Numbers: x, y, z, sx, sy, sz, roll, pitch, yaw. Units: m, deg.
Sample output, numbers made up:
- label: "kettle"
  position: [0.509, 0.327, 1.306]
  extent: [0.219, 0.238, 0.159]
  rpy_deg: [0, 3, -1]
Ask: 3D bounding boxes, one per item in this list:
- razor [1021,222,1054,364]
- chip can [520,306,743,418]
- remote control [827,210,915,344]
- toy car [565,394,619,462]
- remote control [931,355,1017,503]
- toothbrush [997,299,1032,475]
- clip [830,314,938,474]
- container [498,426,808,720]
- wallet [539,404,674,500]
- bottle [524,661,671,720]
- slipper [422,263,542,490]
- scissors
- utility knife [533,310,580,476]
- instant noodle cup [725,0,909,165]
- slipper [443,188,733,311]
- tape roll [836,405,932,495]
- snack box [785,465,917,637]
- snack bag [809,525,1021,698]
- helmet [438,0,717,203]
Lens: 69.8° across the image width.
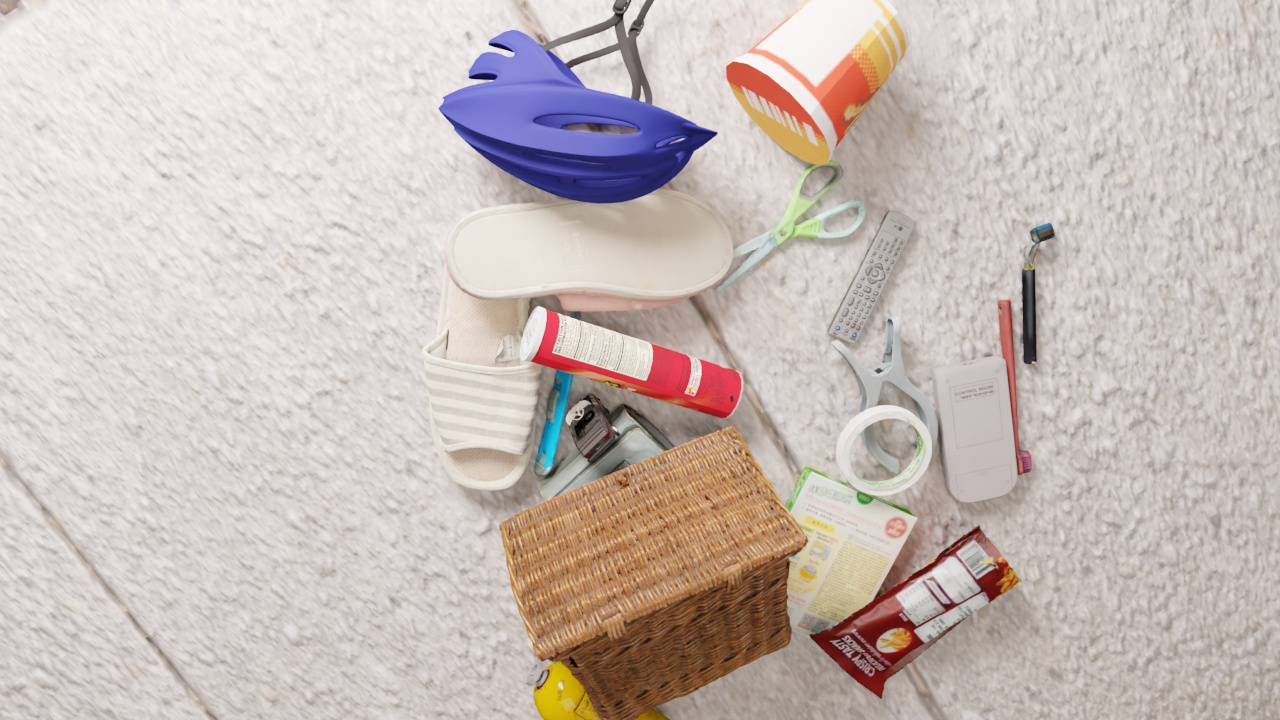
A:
- label: "razor"
  position: [0.397, -0.066, 0.931]
  extent: [0.042, 0.022, 0.144]
  rpy_deg: [-18, 112, -41]
- label: "chip can"
  position: [-0.005, 0.005, 0.877]
  extent: [0.214, 0.052, 0.052]
  rpy_deg: [17, 101, -21]
- label: "remote control"
  position: [0.231, -0.083, 0.916]
  extent: [0.033, 0.013, 0.136]
  rpy_deg: [22, 101, -11]
- label: "toy car"
  position: [-0.050, 0.063, 0.887]
  extent: [0.040, 0.092, 0.037]
  rpy_deg: [-45, 114, 6]
- label: "remote control"
  position: [0.349, 0.074, 0.958]
  extent: [0.074, 0.019, 0.151]
  rpy_deg: [-11, 102, -2]
- label: "toothbrush"
  position: [0.389, 0.029, 0.953]
  extent: [0.016, 0.016, 0.190]
  rpy_deg: [-12, 103, -6]
- label: "clip"
  position: [0.269, 0.031, 0.934]
  extent: [0.115, 0.028, 0.163]
  rpy_deg: [-25, 109, 1]
- label: "container"
  position: [0.020, 0.216, 0.872]
  extent: [0.250, 0.162, 0.183]
  rpy_deg: [-22, 131, -6]
- label: "wallet"
  position: [-0.027, 0.121, 0.927]
  extent: [0.100, 0.054, 0.132]
  rpy_deg: [43, 101, -11]
- label: "bottle"
  position: [-0.048, 0.371, 0.969]
  extent: [0.164, 0.071, 0.071]
  rpy_deg: [36, 98, -11]
- label: "slipper"
  position: [-0.151, -0.004, 0.889]
  extent: [0.114, 0.054, 0.273]
  rpy_deg: [1, 100, -1]
- label: "scissors"
  position: [0.132, -0.132, 0.900]
  extent: [0.175, 0.032, 0.093]
  rpy_deg: [-27, 106, -2]
- label: "utility knife"
  position: [-0.081, 0.031, 0.914]
  extent: [0.015, 0.031, 0.185]
  rpy_deg: [6, 101, -42]
- label: "instant noodle cup"
  position: [0.163, -0.264, 0.823]
  extent: [0.123, 0.123, 0.121]
  rpy_deg: [43, 89, -12]
- label: "slipper"
  position: [-0.046, -0.103, 0.865]
  extent: [0.274, 0.054, 0.114]
  rpy_deg: [-3, 91, -14]
- label: "tape roll"
  position: [0.246, 0.091, 0.925]
  extent: [0.094, 0.018, 0.094]
  rpy_deg: [-2, 108, -7]
- label: "snack box"
  position: [0.196, 0.212, 0.973]
  extent: [0.132, 0.027, 0.168]
  rpy_deg: [24, 99, -10]
- label: "snack bag"
  position: [0.296, 0.266, 0.966]
  extent: [0.208, 0.066, 0.139]
  rpy_deg: [-42, 124, 6]
- label: "helmet"
  position: [-0.042, -0.252, 0.788]
  extent: [0.241, 0.147, 0.228]
  rpy_deg: [17, 103, 2]
